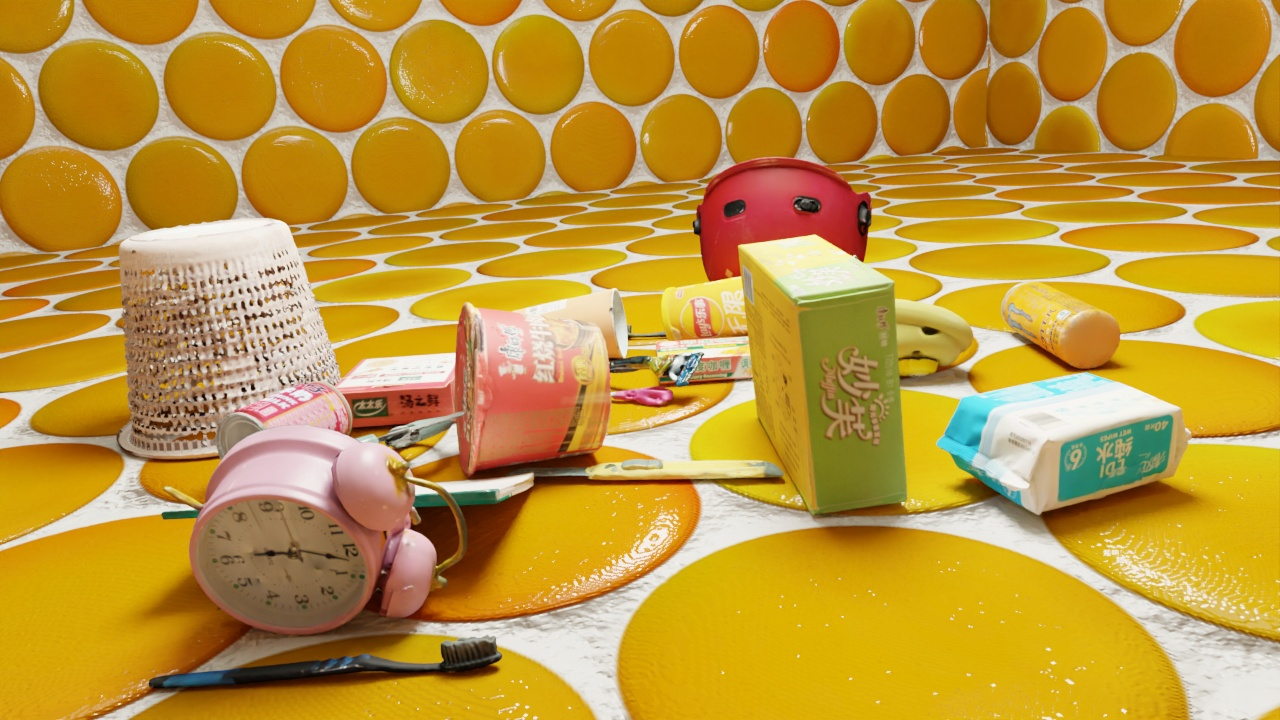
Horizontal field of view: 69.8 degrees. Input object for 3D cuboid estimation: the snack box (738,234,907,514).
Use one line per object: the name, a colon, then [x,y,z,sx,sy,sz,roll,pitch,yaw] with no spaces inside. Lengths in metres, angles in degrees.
snack box: [0.131,0.000,0.692,0.070,0.158,0.210,-9,17,-2]

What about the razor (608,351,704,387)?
razor: [-0.005,0.005,0.899,0.143,0.022,0.042,-3,41,40]

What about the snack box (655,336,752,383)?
snack box: [0.095,-0.003,0.942,0.156,0.027,0.077,-4,15,1]

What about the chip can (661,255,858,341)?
chip can: [0.132,-0.061,0.991,0.214,0.072,0.071,-9,14,21]

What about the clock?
clock: [-0.177,0.099,0.525,0.158,0.117,0.059,-6,27,2]

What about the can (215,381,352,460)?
can: [-0.295,0.059,0.769,0.067,0.066,0.093,3,18,24]

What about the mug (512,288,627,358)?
mug: [-0.081,-0.034,1.022,0.123,0.078,0.078,-6,16,9]

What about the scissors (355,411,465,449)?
scissors: [-0.210,0.067,0.734,0.170,0.019,0.179,-19,-2,4]

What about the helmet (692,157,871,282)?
helmet: [0.164,-0.125,1.071,0.207,0.143,0.240,-1,-14,15]

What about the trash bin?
trash bin: [-0.405,-0.033,0.895,0.227,0.192,0.227,-4,16,1]

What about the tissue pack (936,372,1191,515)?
tissue pack: [0.289,0.055,0.628,0.140,0.063,0.090,-11,19,-16]

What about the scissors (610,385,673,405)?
scissors: [-0.030,0.034,0.877,0.135,0.017,0.133,-6,13,3]

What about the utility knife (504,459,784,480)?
utility knife: [0.002,0.086,0.701,0.213,0.022,0.031,-7,10,9]

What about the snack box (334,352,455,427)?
snack box: [-0.228,0.031,0.887,0.113,0.044,0.127,-4,15,1]

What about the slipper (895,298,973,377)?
slipper: [0.218,-0.018,0.885,0.190,0.081,0.091,12,-8,6]

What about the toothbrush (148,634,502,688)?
toothbrush: [-0.167,0.160,0.484,0.189,0.016,0.014,-5,9,2]

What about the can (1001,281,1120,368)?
can: [0.418,-0.039,0.922,0.058,0.058,0.146,-5,16,0]

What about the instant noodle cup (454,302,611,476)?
instant noodle cup: [-0.089,0.024,0.741,0.108,0.138,0.138,0,15,-18]

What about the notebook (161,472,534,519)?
notebook: [-0.187,0.093,0.630,0.209,0.012,0.150,-4,-4,2]

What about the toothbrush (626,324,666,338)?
toothbrush: [0.060,-0.037,1.086,0.186,0.017,0.012,-2,-20,9]
